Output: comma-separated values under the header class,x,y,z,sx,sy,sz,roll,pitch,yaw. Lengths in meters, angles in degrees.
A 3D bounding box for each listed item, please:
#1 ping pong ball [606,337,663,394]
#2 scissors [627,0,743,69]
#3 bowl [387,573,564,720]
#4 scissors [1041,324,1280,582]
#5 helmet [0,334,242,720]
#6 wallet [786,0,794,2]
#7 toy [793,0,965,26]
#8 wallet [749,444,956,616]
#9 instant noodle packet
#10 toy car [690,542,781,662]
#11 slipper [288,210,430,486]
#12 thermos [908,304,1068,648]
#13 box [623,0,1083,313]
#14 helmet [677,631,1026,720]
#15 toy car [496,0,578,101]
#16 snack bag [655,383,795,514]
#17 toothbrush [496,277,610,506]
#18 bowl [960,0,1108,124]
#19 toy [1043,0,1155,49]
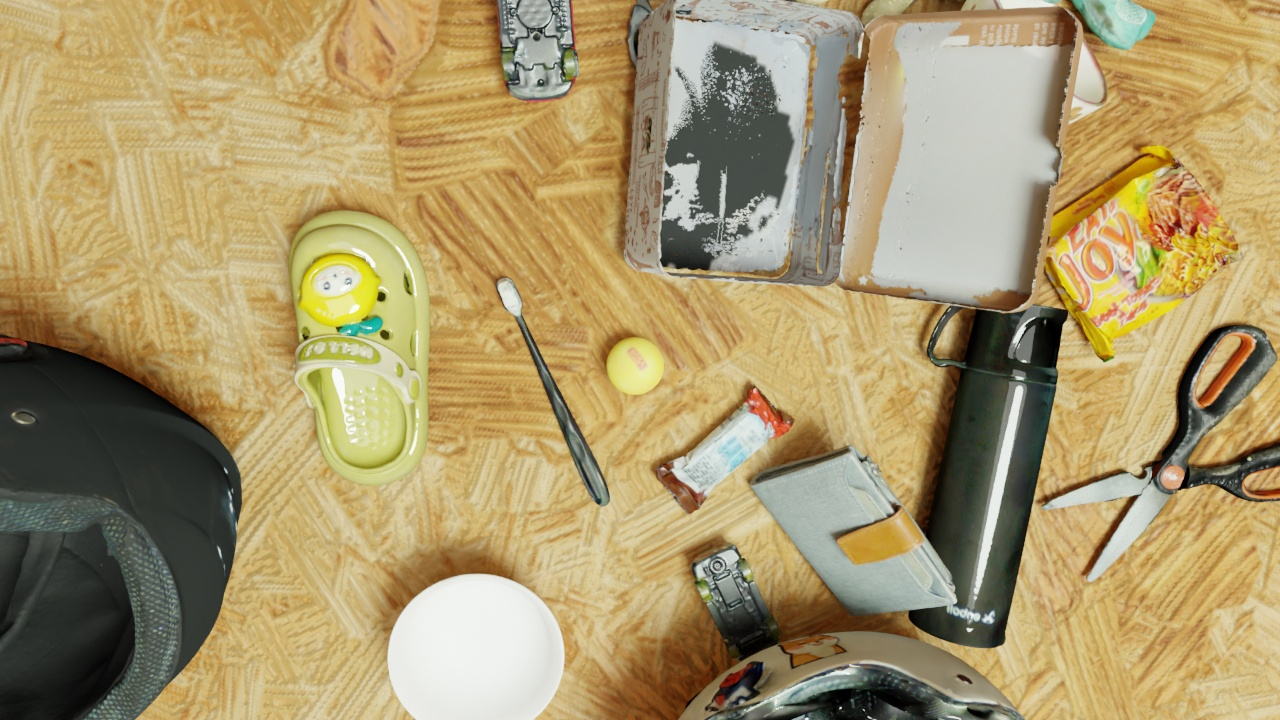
class,x,y,z,sx,sy,sz,roll,pitch,yaw
ping pong ball,-0.004,0.004,0.642,0.040,0.040,0.040,-1,98,-4
scissors,-0.005,-0.261,0.619,0.163,0.014,0.166,5,97,-6
bowl,-0.112,0.197,0.648,0.118,0.064,0.118,0,97,-3
scissors,0.422,0.079,0.693,0.225,0.021,0.221,16,96,-7
helmet,-0.375,0.102,0.535,0.275,0.230,0.234,30,101,0
wallet,0.100,-0.307,0.597,0.097,0.019,0.121,25,113,-18
toy,0.164,-0.262,0.594,0.157,0.066,0.105,-15,125,-22
wallet,0.149,0.124,0.643,0.129,0.107,0.036,52,53,-8
instant noodle packet,0.350,-0.077,0.657,0.128,0.044,0.111,-37,95,2
toy car,0.070,0.178,0.674,0.042,0.035,0.090,-25,99,1
slipper,-0.185,-0.004,0.609,0.091,0.081,0.190,-5,101,-6
thermos,0.239,0.076,0.663,0.090,0.068,0.242,10,95,17
box,0.122,-0.131,0.585,0.272,0.130,0.179,6,99,9
helmet,0.130,0.285,0.633,0.274,0.156,0.230,-19,101,9
toy car,-0.068,-0.232,0.603,0.053,0.045,0.120,-2,104,-2
snack bag,0.061,0.064,0.662,0.105,0.026,0.045,-41,108,3
toothbrush,-0.061,0.025,0.654,0.015,0.018,0.181,-24,100,-4
bowl,0.249,-0.197,0.613,0.113,0.113,0.062,41,134,-8
toy,0.308,-0.249,0.628,0.092,0.030,0.096,50,55,2
